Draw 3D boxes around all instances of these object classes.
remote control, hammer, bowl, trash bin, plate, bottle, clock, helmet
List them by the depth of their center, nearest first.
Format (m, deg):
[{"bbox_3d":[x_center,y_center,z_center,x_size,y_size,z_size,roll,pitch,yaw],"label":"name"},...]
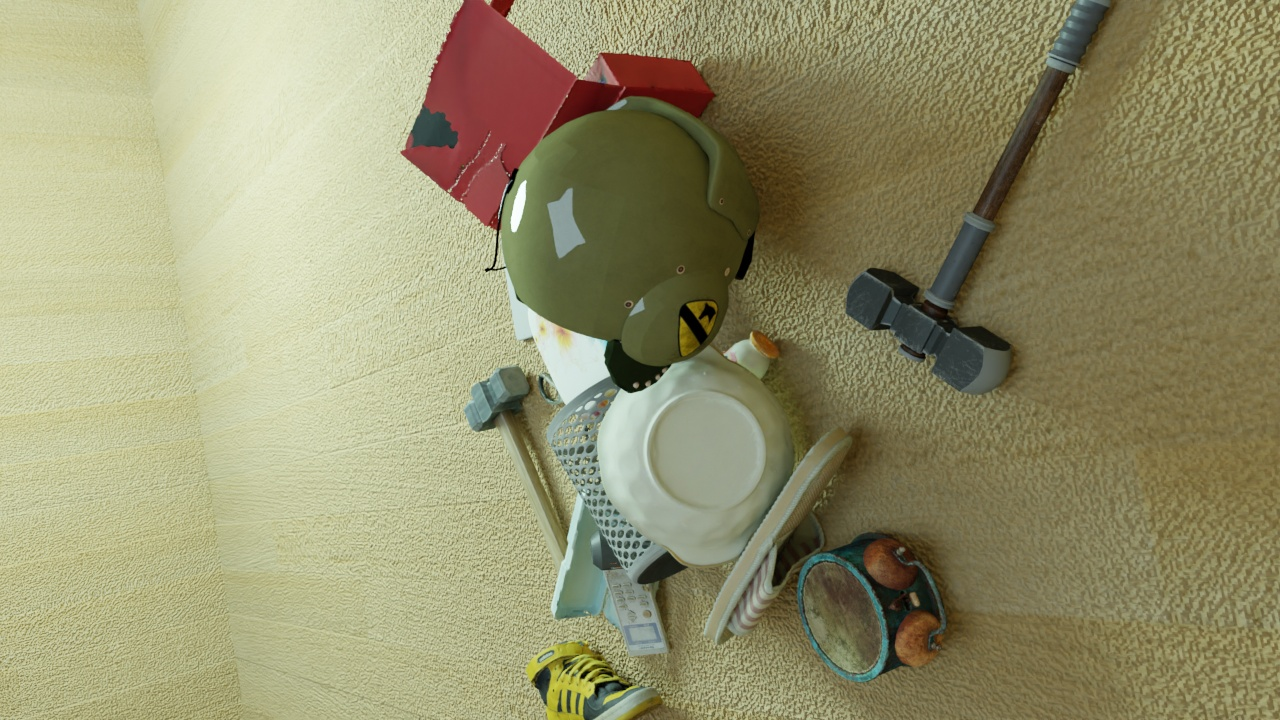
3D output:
[{"bbox_3d":[0.277,-0.141,0.701,0.156,0.043,0.323,42,124,38],"label":"hammer"},{"bbox_3d":[0.212,0.212,0.801,0.158,0.073,0.121,-39,65,58],"label":"clock"},{"bbox_3d":[0.056,0.085,0.850,0.060,0.188,0.219,132,131,-83],"label":"bowl"},{"bbox_3d":[-0.002,-0.119,0.850,0.250,0.255,0.233,39,127,38],"label":"helmet"},{"bbox_3d":[0.091,0.018,0.927,0.109,0.063,0.063,-48,59,28],"label":"bottle"},{"bbox_3d":[0.012,0.122,0.969,0.183,0.156,0.157,59,135,22],"label":"trash bin"},{"bbox_3d":[0.000,0.209,1.033,0.047,0.112,0.047,174,92,-85],"label":"bottle"},{"bbox_3d":[-0.068,-0.041,1.034,0.187,0.016,0.187,-52,56,43],"label":"plate"},{"bbox_3d":[-0.007,0.286,1.081,0.050,0.011,0.136,-12,103,18],"label":"remote control"},{"bbox_3d":[-0.148,0.168,1.251,0.118,0.051,0.322,-44,65,44],"label":"hammer"},{"bbox_3d":[-0.167,-0.101,1.259,0.045,0.008,0.146,-13,86,50],"label":"remote control"}]

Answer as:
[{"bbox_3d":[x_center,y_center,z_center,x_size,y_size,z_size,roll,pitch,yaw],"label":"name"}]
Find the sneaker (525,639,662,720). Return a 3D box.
[{"bbox_3d":[-0.062,0.403,1.148,0.239,0.085,0.122,-43,67,48],"label":"sneaker"}]

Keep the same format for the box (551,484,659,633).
[{"bbox_3d":[-0.034,0.247,1.106,0.122,0.077,0.198,26,118,24],"label":"box"}]

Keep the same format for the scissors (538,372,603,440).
[{"bbox_3d":[-0.086,0.040,1.180,0.158,0.012,0.170,1,96,52],"label":"scissors"}]

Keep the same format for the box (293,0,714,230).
[{"bbox_3d":[-0.127,-0.235,0.913,0.212,0.377,0.123,-48,43,43],"label":"box"}]

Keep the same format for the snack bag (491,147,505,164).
[{"bbox_3d":[-0.110,-0.185,1.130,0.206,0.069,0.095,57,134,28],"label":"snack bag"}]

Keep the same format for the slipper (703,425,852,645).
[{"bbox_3d":[0.136,0.178,0.866,0.052,0.114,0.264,35,121,21],"label":"slipper"}]
